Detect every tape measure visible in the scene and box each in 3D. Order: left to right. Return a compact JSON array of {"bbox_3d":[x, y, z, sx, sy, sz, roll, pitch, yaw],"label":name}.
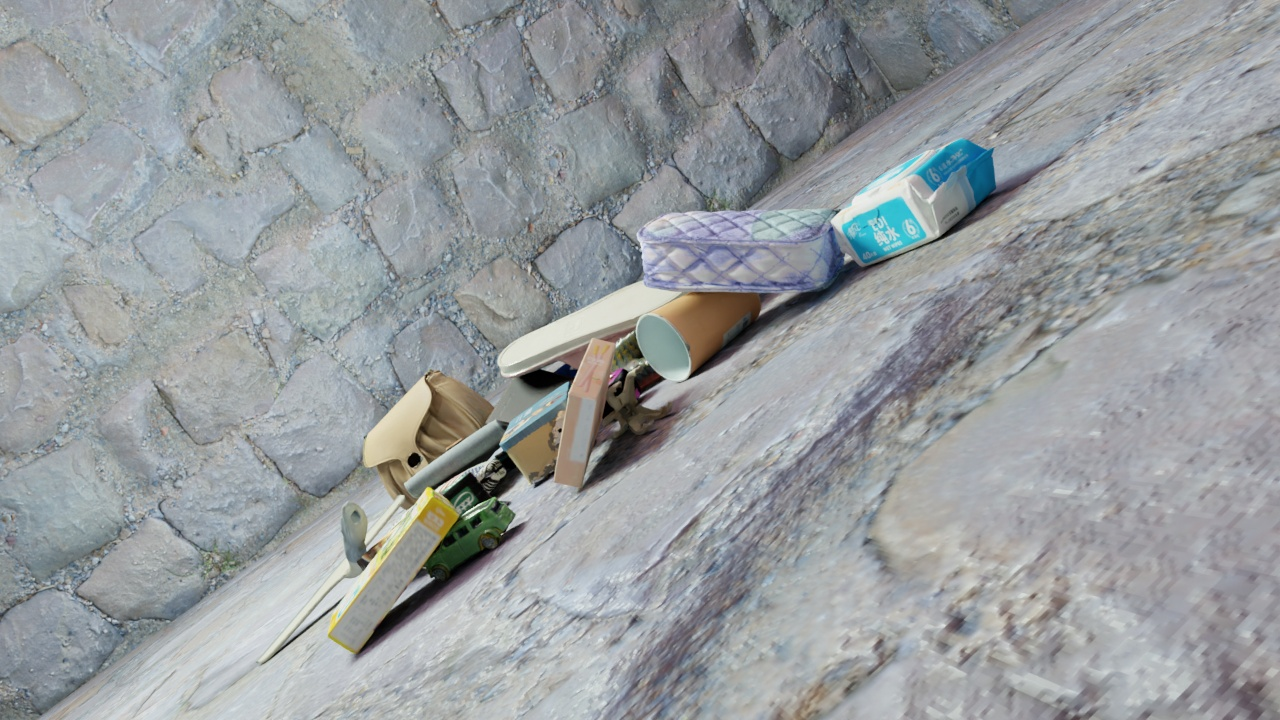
[{"bbox_3d":[-0.163,0.120,1.148,0.054,0.025,0.058,-36,6,-21],"label":"tape measure"},{"bbox_3d":[-0.027,0.039,0.994,0.057,0.039,0.057,-44,10,-27],"label":"tape measure"}]

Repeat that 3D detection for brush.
[{"bbox_3d":[-0.006,0.006,1.057,0.146,0.063,0.069,-34,-24,21],"label":"brush"}]

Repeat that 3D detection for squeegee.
[{"bbox_3d":[-0.307,0.203,0.973,0.245,0.039,0.247,-53,-1,-35],"label":"squeegee"}]

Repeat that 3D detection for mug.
[{"bbox_3d":[0.066,-0.040,0.957,0.122,0.078,0.078,-33,5,-31],"label":"mug"}]

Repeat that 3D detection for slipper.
[{"bbox_3d":[-0.054,-0.034,1.172,0.274,0.054,0.114,-23,26,8],"label":"slipper"}]

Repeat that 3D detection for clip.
[{"bbox_3d":[-0.016,0.035,0.840,0.034,0.092,0.103,-39,19,-25],"label":"clip"}]

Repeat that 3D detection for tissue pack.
[{"bbox_3d":[0.242,-0.142,0.822,0.089,0.063,0.140,-38,7,-24],"label":"tissue pack"}]

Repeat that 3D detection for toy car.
[{"bbox_3d":[-0.150,0.155,0.797,0.091,0.036,0.043,-38,7,8],"label":"toy car"}]

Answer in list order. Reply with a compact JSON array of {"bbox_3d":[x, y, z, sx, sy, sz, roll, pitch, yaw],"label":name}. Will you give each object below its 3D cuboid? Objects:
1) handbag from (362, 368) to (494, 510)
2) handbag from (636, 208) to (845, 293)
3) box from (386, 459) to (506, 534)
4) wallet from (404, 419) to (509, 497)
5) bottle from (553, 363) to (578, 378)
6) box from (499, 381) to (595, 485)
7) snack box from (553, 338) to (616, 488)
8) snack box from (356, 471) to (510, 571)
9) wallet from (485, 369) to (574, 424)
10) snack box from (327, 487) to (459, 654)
[{"bbox_3d":[-0.292,0.116,1.265,0.205,0.148,0.099,-42,0,27],"label":"handbag"},{"bbox_3d":[0.100,-0.109,0.922,0.194,0.076,0.133,4,24,23],"label":"handbag"},{"bbox_3d":[-0.220,0.169,1.048,0.164,0.057,0.070,-35,21,16],"label":"box"},{"bbox_3d":[-0.213,0.113,1.096,0.129,0.037,0.106,-35,-4,-2],"label":"wallet"},{"bbox_3d":[-0.093,0.038,1.214,0.218,0.065,0.065,-35,7,1],"label":"bottle"},{"bbox_3d":[-0.098,0.075,1.000,0.090,0.059,0.184,-35,8,-2],"label":"box"},{"bbox_3d":[-0.049,0.043,0.831,0.157,0.026,0.084,-78,0,-71],"label":"snack box"},{"bbox_3d":[-0.211,0.173,0.932,0.126,0.053,0.113,-36,4,45],"label":"snack box"},{"bbox_3d":[-0.131,0.055,1.161,0.122,0.020,0.096,12,59,41],"label":"wallet"},{"bbox_3d":[-0.213,0.177,0.791,0.140,0.033,0.087,-56,11,-11],"label":"snack box"}]
